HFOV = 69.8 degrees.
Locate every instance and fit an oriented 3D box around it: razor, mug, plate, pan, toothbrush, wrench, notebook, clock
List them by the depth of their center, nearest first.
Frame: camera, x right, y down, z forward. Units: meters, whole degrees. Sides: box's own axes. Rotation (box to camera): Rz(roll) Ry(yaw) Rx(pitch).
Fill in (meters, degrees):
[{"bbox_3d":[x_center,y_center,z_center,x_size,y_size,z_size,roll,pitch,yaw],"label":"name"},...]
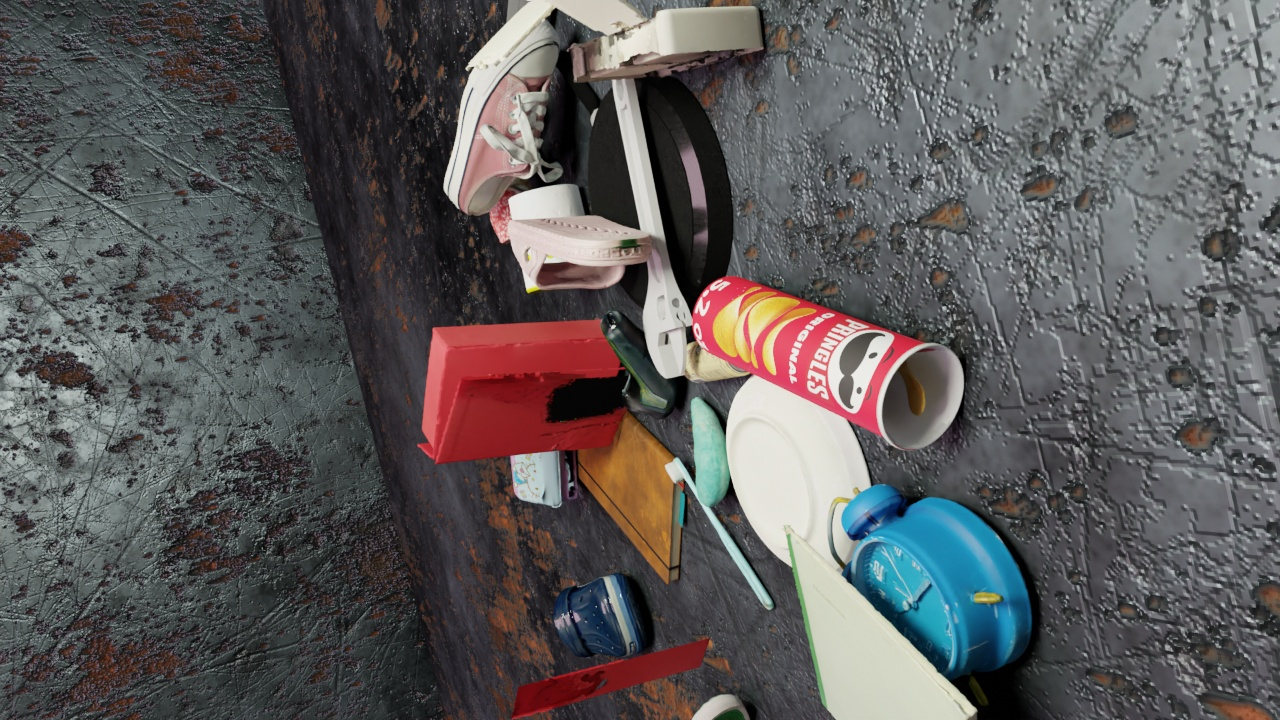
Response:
[{"bbox_3d":[0.185,0.149,0.622,0.161,0.060,0.117,34,137,54],"label":"clock"},{"bbox_3d":[0.176,0.252,0.668,0.182,0.010,0.253,45,159,47],"label":"notebook"},{"bbox_3d":[0.119,0.096,0.761,0.182,0.034,0.183,41,138,50],"label":"plate"},{"bbox_3d":[0.006,-0.120,0.811,0.087,0.018,0.273,168,90,-73],"label":"wrench"},{"bbox_3d":[-0.005,0.005,0.887,0.151,0.067,0.054,52,-172,-52],"label":"razor"},{"bbox_3d":[-0.020,-0.197,0.890,0.356,0.034,0.226,58,149,30],"label":"pan"},{"bbox_3d":[0.077,0.168,0.898,0.180,0.016,0.016,54,163,30],"label":"toothbrush"},{"bbox_3d":[-0.097,-0.134,1.021,0.083,0.082,0.106,-8,95,64],"label":"mug"},{"bbox_3d":[-0.014,0.141,1.075,0.249,0.014,0.179,42,138,49],"label":"notebook"}]

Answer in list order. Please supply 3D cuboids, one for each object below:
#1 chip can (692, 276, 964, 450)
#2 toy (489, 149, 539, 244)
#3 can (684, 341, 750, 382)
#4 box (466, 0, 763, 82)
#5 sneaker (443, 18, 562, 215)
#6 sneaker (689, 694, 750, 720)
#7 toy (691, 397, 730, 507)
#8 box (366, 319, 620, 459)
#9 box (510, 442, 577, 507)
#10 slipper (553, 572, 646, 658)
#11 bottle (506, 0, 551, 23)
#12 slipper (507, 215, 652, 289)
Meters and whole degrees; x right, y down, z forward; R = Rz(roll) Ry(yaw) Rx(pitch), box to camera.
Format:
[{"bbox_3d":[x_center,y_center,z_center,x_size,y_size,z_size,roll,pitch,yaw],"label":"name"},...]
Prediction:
[{"bbox_3d":[0.122,-0.007,0.658,0.221,0.069,0.069,30,129,57],"label":"chip can"},{"bbox_3d":[-0.155,-0.218,1.097,0.159,0.084,0.194,-9,102,56],"label":"toy"},{"bbox_3d":[0.068,-0.002,0.805,0.080,0.038,0.038,-13,91,65],"label":"can"},{"bbox_3d":[-0.023,-0.250,0.681,0.144,0.190,0.069,9,110,55],"label":"box"},{"bbox_3d":[-0.135,-0.239,0.969,0.088,0.118,0.242,46,132,17],"label":"sneaker"},{"bbox_3d":[0.060,0.417,0.998,0.079,0.084,0.236,53,150,39],"label":"sneaker"},{"bbox_3d":[0.065,0.090,0.869,0.085,0.033,0.105,-130,33,-76],"label":"toy"},{"bbox_3d":[-0.181,0.006,1.092,0.326,0.213,0.153,23,113,58],"label":"box"},{"bbox_3d":[-0.119,0.087,1.183,0.077,0.096,0.214,26,127,43],"label":"box"},{"bbox_3d":[-0.068,0.345,1.207,0.253,0.095,0.105,136,119,-65],"label":"slipper"},{"bbox_3d":[-0.117,-0.376,0.974,0.047,0.047,0.113,60,150,30],"label":"bottle"},{"bbox_3d":[-0.061,-0.096,0.852,0.239,0.094,0.064,-151,58,-64],"label":"slipper"}]
